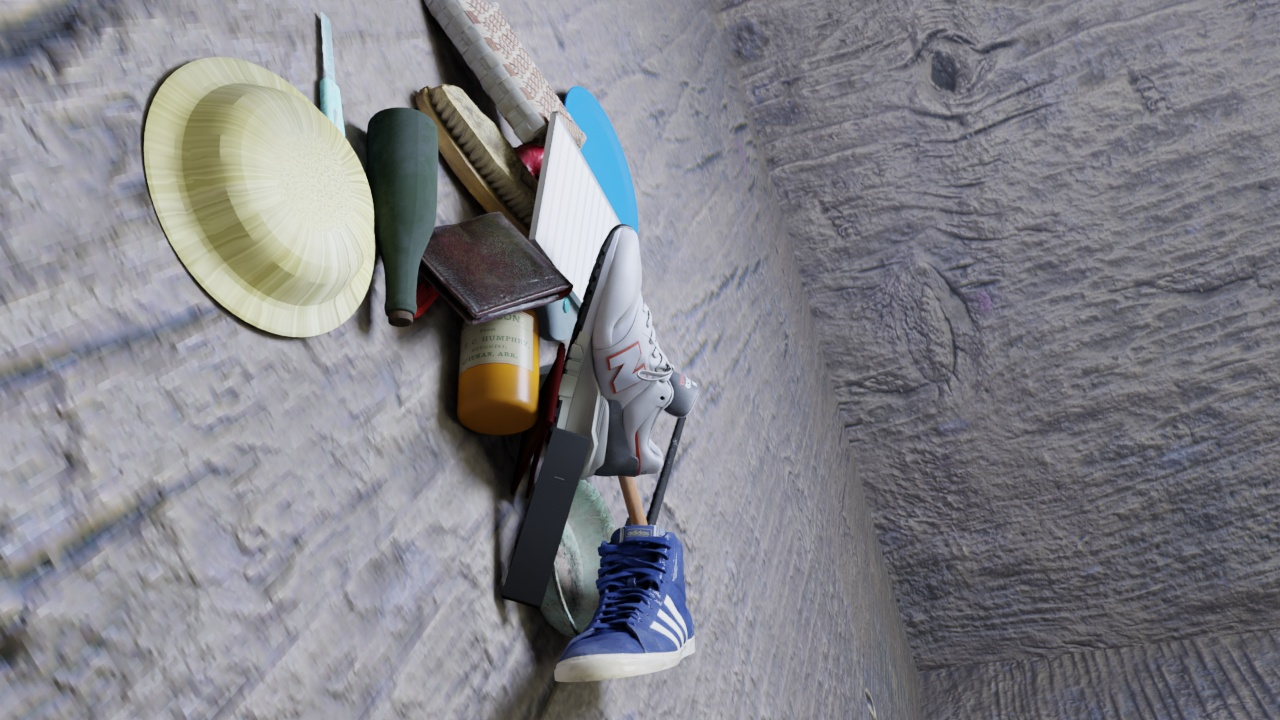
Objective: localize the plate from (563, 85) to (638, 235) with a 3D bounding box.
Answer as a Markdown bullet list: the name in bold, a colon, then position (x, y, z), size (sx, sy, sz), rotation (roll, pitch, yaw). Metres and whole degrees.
- **plate**: position (-0.058, -0.247, 1.207), size (0.224, 0.024, 0.224), rotation (-14, 90, -71)

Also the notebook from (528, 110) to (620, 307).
- **notebook**: position (-0.058, -0.128, 0.928), size (0.210, 0.009, 0.142), rotation (55, 37, -60)

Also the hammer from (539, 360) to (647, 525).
- **hammer**: position (-0.010, 0.142, 0.973), size (0.162, 0.083, 0.317), rotation (-27, 103, -71)

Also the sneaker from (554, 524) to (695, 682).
- **sneaker**: position (-0.008, 0.202, 0.797), size (0.233, 0.091, 0.118), rotation (28, 55, -66)

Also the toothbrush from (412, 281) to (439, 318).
- **toothbrush**: position (-0.163, -0.091, 0.813), size (0.212, 0.012, 0.018), rotation (-70, 141, -59)

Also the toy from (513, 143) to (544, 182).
- **toy**: position (-0.100, -0.182, 0.988), size (0.137, 0.067, 0.105), rotation (61, 27, -53)

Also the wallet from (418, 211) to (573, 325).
- **wallet**: position (-0.128, -0.077, 0.765), size (0.099, 0.031, 0.119), rotation (44, 36, 16)

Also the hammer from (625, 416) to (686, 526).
- **hammer**: position (0.035, 0.159, 1.199), size (0.324, 0.015, 0.095), rotation (-67, 139, -61)

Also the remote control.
- **remote control**: position (-0.079, 0.132, 0.780), size (0.013, 0.034, 0.149), rotation (125, -18, -72)

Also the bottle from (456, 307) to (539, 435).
- **bottle**: position (-0.121, -0.019, 0.794), size (0.068, 0.068, 0.156), rotation (47, 34, -55)

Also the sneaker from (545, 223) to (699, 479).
- **sneaker**: position (-0.005, 0.005, 0.839), size (0.088, 0.124, 0.240), rotation (-108, -145, -78)

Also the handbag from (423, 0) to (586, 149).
- **handbag**: position (-0.135, -0.289, 0.928), size (0.186, 0.047, 0.124), rotation (56, 18, 4)

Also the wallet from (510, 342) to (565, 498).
- **wallet**: position (-0.087, 0.054, 0.807), size (0.091, 0.018, 0.116), rotation (-84, -165, -44)

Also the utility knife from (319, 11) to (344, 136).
- **utility knife**: position (-0.233, -0.191, 0.688), size (0.022, 0.015, 0.166), rotation (22, 53, -59)

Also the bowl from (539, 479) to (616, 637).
- **bowl**: position (-0.063, 0.190, 0.856), size (0.157, 0.039, 0.157), rotation (-14, 90, -71)

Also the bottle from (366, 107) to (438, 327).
- **bottle**: position (-0.183, -0.108, 0.704), size (0.055, 0.055, 0.174), rotation (39, 42, -61)

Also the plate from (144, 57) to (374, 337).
- **plate**: position (-0.222, -0.109, 0.590), size (0.184, 0.036, 0.184), rotation (41, 43, -52)

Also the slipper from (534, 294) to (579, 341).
- **slipper**: position (-0.074, -0.094, 0.978), size (0.268, 0.055, 0.098), rotation (-48, 138, -64)

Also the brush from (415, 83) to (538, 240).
- **brush**: position (-0.141, -0.182, 0.875), size (0.195, 0.043, 0.059), rotation (52, 27, -36)
